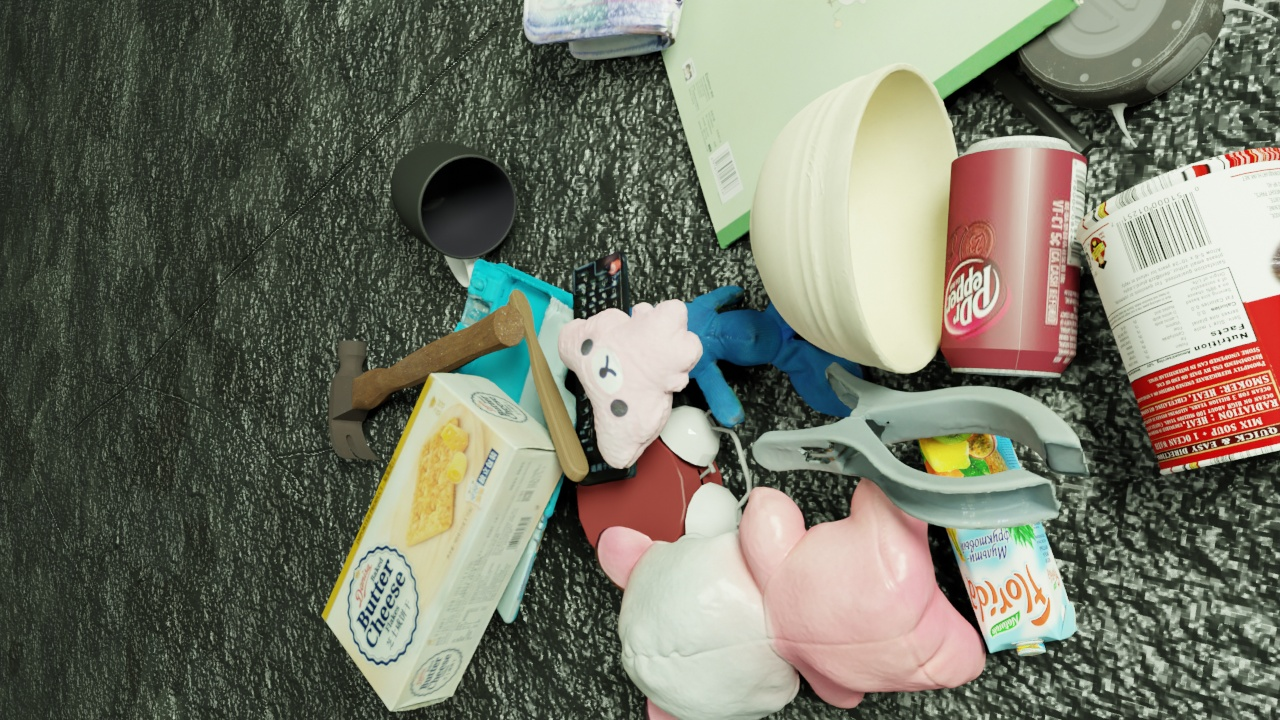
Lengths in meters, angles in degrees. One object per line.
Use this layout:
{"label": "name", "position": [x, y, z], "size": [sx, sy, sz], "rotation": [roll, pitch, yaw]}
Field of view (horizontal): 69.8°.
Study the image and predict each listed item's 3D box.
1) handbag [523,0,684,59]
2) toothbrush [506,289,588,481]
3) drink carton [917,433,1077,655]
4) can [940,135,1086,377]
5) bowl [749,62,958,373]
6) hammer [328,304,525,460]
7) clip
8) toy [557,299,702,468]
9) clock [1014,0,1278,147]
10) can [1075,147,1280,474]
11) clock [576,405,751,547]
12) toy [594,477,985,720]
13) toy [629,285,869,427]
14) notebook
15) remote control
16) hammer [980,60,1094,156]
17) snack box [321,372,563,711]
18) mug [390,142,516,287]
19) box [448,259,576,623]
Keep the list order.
{"label": "handbag", "position": [-0.011, -0.294, 0.636], "size": [0.127, 0.069, 0.158], "rotation": [11, 95, 40]}
{"label": "toothbrush", "position": [-0.066, 0.013, 0.618], "size": [0.016, 0.016, 0.166], "rotation": [-52, 45, 32]}
{"label": "drink carton", "position": [0.182, 0.085, 0.472], "size": [0.044, 0.038, 0.128], "rotation": [-26, 70, 36]}
{"label": "can", "position": [0.186, -0.050, 0.461], "size": [0.063, 0.063, 0.114], "rotation": [3, 89, 40]}
{"label": "bowl", "position": [0.105, -0.069, 0.472], "size": [0.075, 0.150, 0.150], "rotation": [3, 89, 38]}
{"label": "hammer", "position": [-0.186, 0.010, 0.745], "size": [0.324, 0.033, 0.115], "rotation": [-19, 69, 50]}
{"label": "clip", "position": [0.121, 0.049, 0.443], "size": [0.163, 0.107, 0.028], "rotation": [16, 140, 56]}
{"label": "toy", "position": [-0.003, 0.003, 0.542], "size": [0.096, 0.052, 0.099], "rotation": [-37, 67, 34]}
{"label": "clock", "position": [0.228, -0.172, 0.446], "size": [0.091, 0.043, 0.122], "rotation": [-48, 58, 31]}
{"label": "can", "position": [0.250, -0.018, 0.391], "size": [0.087, 0.086, 0.116], "rotation": [-23, 74, 36]}
{"label": "clock", "position": [0.015, 0.087, 0.604], "size": [0.138, 0.048, 0.096], "rotation": [-27, 71, 35]}
{"label": "toy", "position": [0.071, 0.142, 0.512], "size": [0.214, 0.084, 0.142], "rotation": [-18, 100, 33]}
{"label": "toy", "position": [0.051, -0.020, 0.572], "size": [0.177, 0.070, 0.113], "rotation": [3, 100, 39]}
{"label": "notebook", "position": [0.107, -0.202, 0.540], "size": [0.253, 0.010, 0.181], "rotation": [-32, 66, 45]}
{"label": "remote control", "position": [-0.021, 0.006, 0.601], "size": [0.047, 0.022, 0.150], "rotation": [-16, 69, 39]}
{"label": "hammer", "position": [0.142, -0.223, 0.542], "size": [0.095, 0.015, 0.324], "rotation": [-48, 60, 28]}
{"label": "snack box", "position": [-0.138, 0.122, 0.633], "size": [0.104, 0.057, 0.208], "rotation": [35, 104, 36]}
{"label": "mug", "position": [-0.157, -0.120, 0.749], "size": [0.100, 0.084, 0.119], "rotation": [33, 138, 49]}
{"label": "box", "position": [-0.098, 0.055, 0.697], "size": [0.185, 0.056, 0.227], "rotation": [29, 106, 45]}
